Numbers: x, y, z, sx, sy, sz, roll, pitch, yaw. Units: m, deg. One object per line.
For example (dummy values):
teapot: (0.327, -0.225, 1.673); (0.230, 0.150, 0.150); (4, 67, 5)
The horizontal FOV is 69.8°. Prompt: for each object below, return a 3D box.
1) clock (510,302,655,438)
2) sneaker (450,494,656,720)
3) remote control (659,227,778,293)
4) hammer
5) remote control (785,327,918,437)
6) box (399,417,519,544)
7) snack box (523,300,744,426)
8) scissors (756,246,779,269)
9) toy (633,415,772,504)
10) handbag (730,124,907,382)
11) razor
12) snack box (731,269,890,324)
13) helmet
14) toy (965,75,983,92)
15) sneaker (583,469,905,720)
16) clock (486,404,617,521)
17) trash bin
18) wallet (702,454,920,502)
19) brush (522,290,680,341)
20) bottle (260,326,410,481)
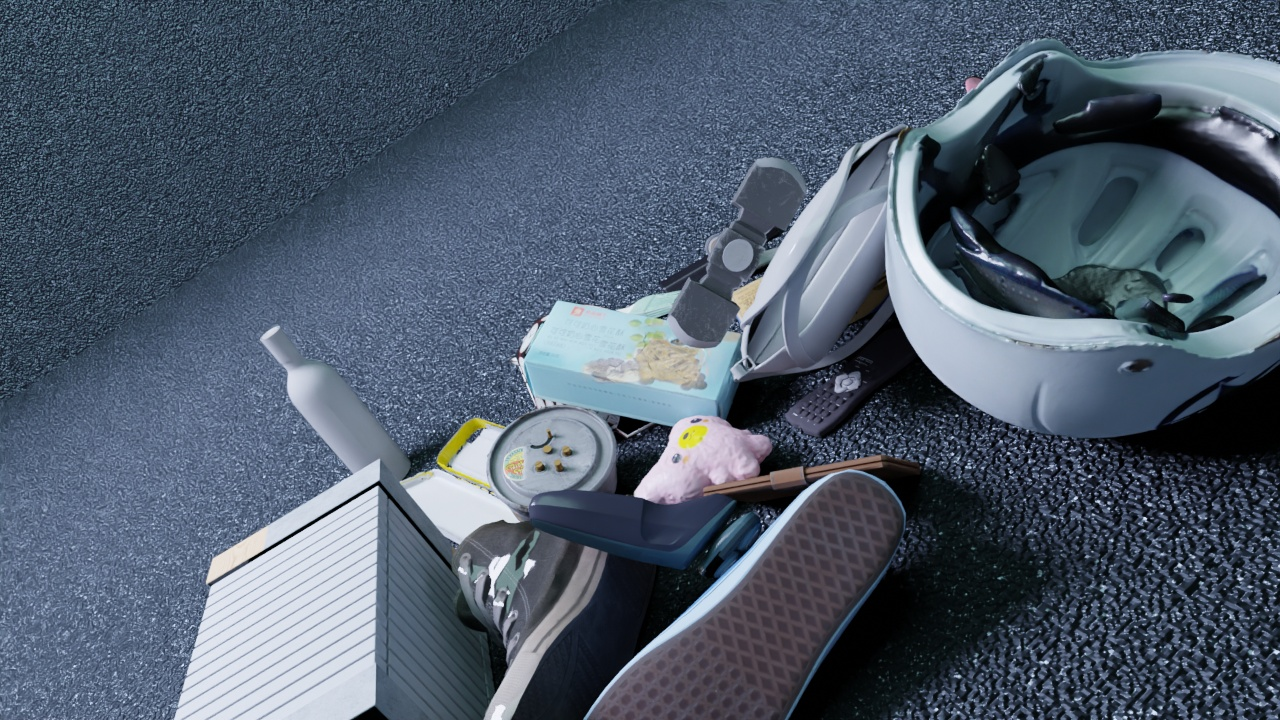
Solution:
clock: (-0.039, 0.020, 0.842); (0.155, 0.065, 0.114); (35, 66, 29)
sneaker: (-0.076, 0.180, 0.578); (0.120, 0.095, 0.234); (-11, 34, 23)
remote control: (0.082, -0.111, 0.984); (0.136, 0.015, 0.032); (-30, 28, 2)
hammer: (0.075, -0.100, 0.824); (0.156, 0.043, 0.322); (-61, 3, 8)
remote control: (0.167, 0.013, 0.705); (0.124, 0.009, 0.046); (-38, 29, -12)
box: (-0.143, 0.111, 0.828); (0.129, 0.039, 0.210); (-38, 29, -28)
snack box: (-0.005, 0.004, 0.769); (0.175, 0.053, 0.074); (12, 50, 17)
scissors: (0.178, -0.113, 0.893); (0.226, 0.016, 0.161); (-24, 28, 13)
toy: (0.048, 0.076, 0.677); (0.093, 0.050, 0.102); (-9, 30, 35)
handbag: (0.129, -0.058, 0.634); (0.216, 0.095, 0.222); (-59, -13, 14)
razor: (0.002, 0.101, 0.568); (0.143, 0.047, 0.052); (10, 57, 2)
snack box: (0.181, -0.071, 0.782); (0.207, 0.057, 0.056); (-26, 32, 8)
helmet: (0.278, -0.061, 0.549); (0.263, 0.164, 0.236); (-31, 55, -12)
toy: (0.313, -0.156, 0.725); (0.142, 0.084, 0.212); (21, 42, 8)
sneaker: (0.060, 0.165, 0.527); (0.241, 0.083, 0.098); (-46, -15, -4)
clock: (-0.061, 0.094, 0.721); (0.103, 0.056, 0.148); (-28, 49, -14)
trash bin: (-0.189, 0.210, 0.594); (0.142, 0.142, 0.246); (-31, 28, 0)
wallet: (0.112, 0.079, 0.595); (0.121, 0.087, 0.013); (-15, 74, 28)
brush: (-0.048, -0.044, 1.009); (0.218, 0.012, 0.033); (-11, 34, 35)
bottle: (-0.307, 0.048, 0.916); (0.052, 0.195, 0.052); (-24, 29, 14)
